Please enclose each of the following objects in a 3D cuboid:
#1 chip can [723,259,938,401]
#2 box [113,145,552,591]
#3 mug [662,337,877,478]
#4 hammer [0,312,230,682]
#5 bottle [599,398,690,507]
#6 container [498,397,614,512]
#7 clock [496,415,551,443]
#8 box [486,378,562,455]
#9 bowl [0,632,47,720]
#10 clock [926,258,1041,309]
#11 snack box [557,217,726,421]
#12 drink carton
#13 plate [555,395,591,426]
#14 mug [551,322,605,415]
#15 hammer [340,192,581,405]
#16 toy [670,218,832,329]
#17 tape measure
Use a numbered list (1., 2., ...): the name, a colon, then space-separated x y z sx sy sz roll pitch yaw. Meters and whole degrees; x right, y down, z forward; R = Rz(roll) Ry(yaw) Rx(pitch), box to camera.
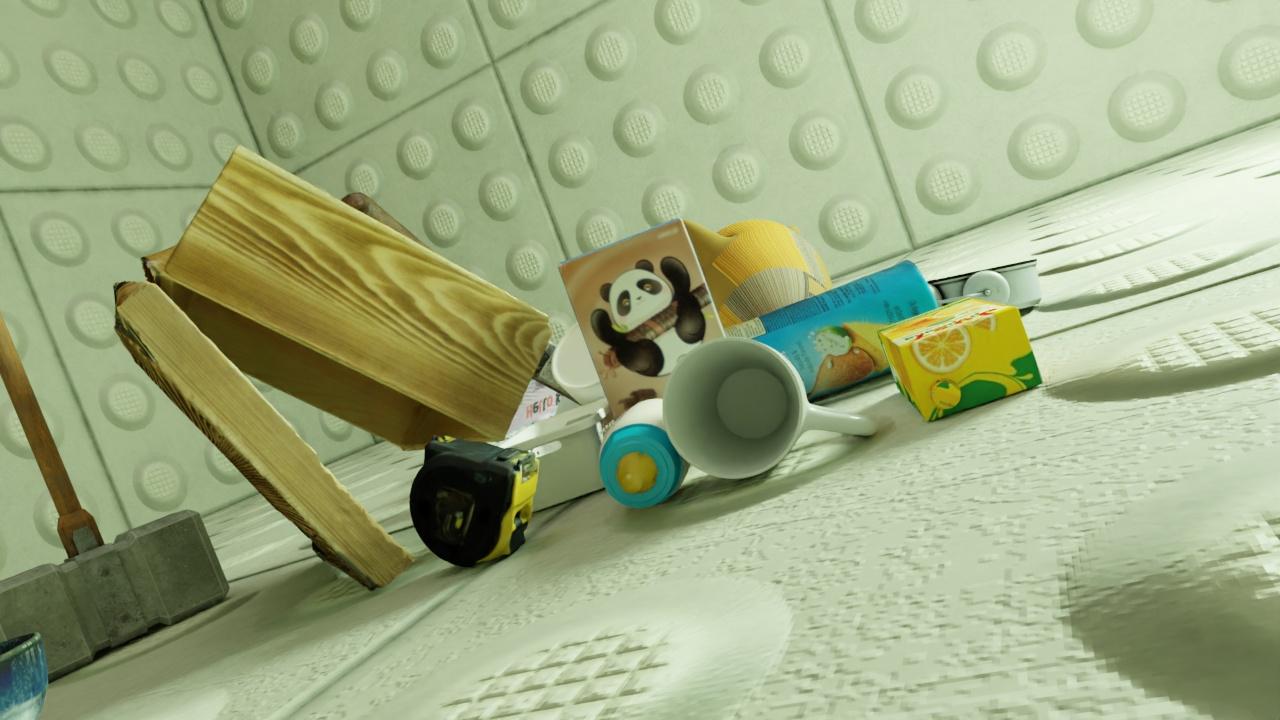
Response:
1. chip can: 0.095 0.000 0.657 0.230 0.080 0.079 -20 3 7
2. box: -0.257 0.017 0.667 0.280 0.257 0.215 -11 51 64
3. mug: 0.073 0.027 0.497 0.107 0.071 0.089 8 1 14
4. hammer: -0.479 0.082 0.743 0.162 0.317 0.083 -23 4 -40
5. bottle: 0.003 0.054 0.517 0.051 0.051 0.146 -20 3 8
6. container: -0.051 0.067 0.667 0.081 0.049 0.129 -20 3 10
7. clock: -0.127 0.067 1.022 0.159 0.045 0.122 -25 -9 0
8. box: -0.101 0.051 0.903 0.088 0.095 0.201 -21 2 44
9. bowl: -0.329 0.179 0.422 0.114 0.061 0.114 -22 4 1
10. clock: 0.254 -0.050 0.705 0.095 0.035 0.122 -11 2 40
11. snack box: 0.012 -0.008 0.606 0.087 0.151 0.034 -20 3 5
12. drink carton: 0.170 -0.003 0.502 0.058 0.041 0.122 -20 3 10
13. plate: -0.018 0.035 0.845 0.135 0.011 0.134 -21 37 17
14. mug: -0.005 0.004 0.766 0.110 0.090 0.073 -35 45 8
15. hammer: -0.177 -0.066 0.780 0.037 0.218 0.300 -58 -30 -8
16. toy: 0.105 -0.041 0.820 0.163 0.198 0.203 -47 18 11
17. tape measure: -0.097 0.081 0.528 0.071 0.072 0.042 10 18 17
